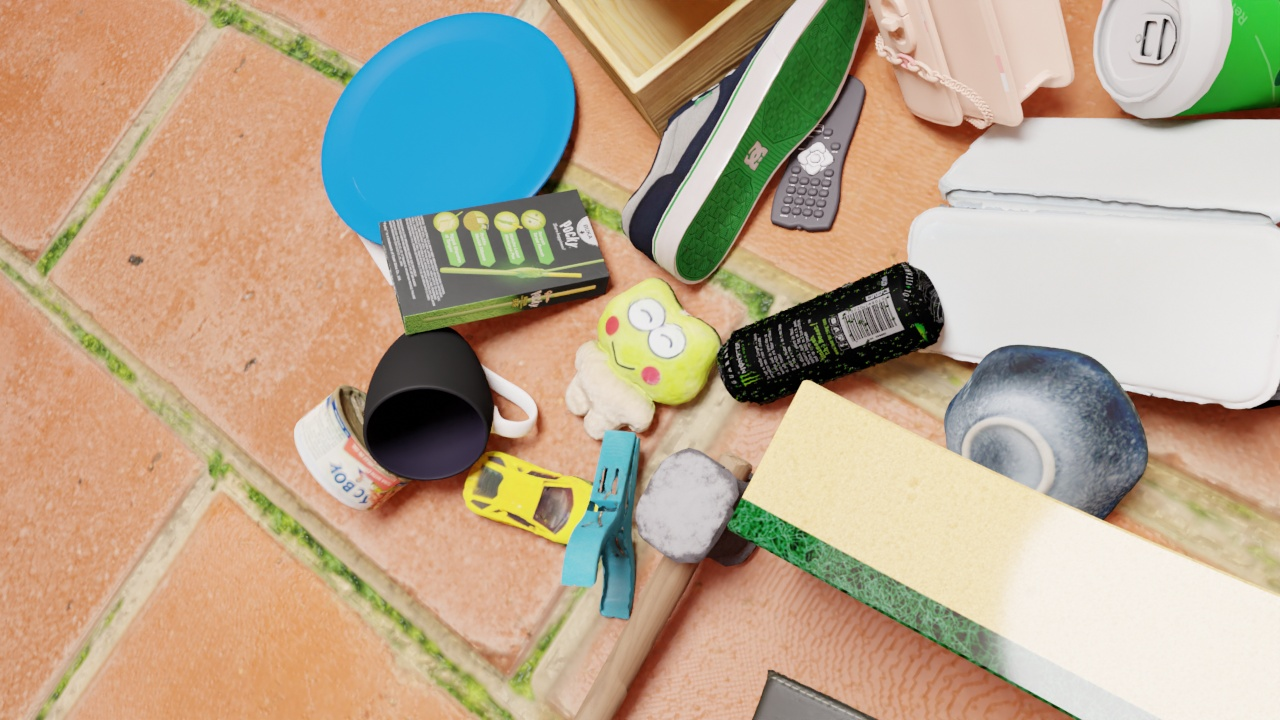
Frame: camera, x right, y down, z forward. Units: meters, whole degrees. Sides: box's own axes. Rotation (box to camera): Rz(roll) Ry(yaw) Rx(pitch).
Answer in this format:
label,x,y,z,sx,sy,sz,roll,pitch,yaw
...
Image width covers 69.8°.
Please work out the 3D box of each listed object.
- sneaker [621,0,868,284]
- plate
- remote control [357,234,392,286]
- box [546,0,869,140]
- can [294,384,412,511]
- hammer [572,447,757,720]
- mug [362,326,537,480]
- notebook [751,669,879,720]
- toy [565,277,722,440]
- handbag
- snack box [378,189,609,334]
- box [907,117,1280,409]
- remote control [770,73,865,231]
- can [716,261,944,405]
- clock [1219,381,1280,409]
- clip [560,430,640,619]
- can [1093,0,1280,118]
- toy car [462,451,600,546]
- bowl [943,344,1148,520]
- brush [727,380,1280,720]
label,x,y,z,sx,sy,sz,roll,pitch,yaw
sneaker,0.066,-0.171,0.636,0.079,0.084,0.235,38,97,33
plate,-0.157,-0.187,0.756,0.224,0.024,0.224,-6,69,14
remote control,-0.217,-0.122,0.769,0.050,0.011,0.135,-40,64,4
box,0.026,-0.358,0.646,0.259,0.220,0.279,-37,63,4
can,-0.204,0.063,0.663,0.043,0.086,0.086,-38,64,5
hammer,-0.020,0.202,0.558,0.052,0.098,0.328,30,91,27
mug,-0.133,0.024,0.655,0.118,0.085,0.100,8,33,-15
notebook,0.109,0.304,0.503,0.170,0.029,0.209,19,82,25
toy,-0.004,0.004,0.632,0.115,0.046,0.092,-46,69,10
handbag,0.233,-0.248,0.572,0.187,0.199,0.116,-39,33,-8
snack box,-0.105,-0.073,0.664,0.147,0.025,0.080,-13,65,-17
box,0.260,-0.072,0.517,0.211,0.084,0.185,18,84,46
remote control,0.127,-0.150,0.651,0.046,0.009,0.124,11,77,23
can,0.116,-0.014,0.570,0.138,0.054,0.054,-23,65,32
clock,0.331,-0.021,0.515,0.121,0.042,0.091,25,83,25
clip,-0.019,0.119,0.592,0.033,0.119,0.120,-3,28,18
can,0.339,-0.185,0.516,0.139,0.088,0.087,-7,68,-11
toy car,-0.074,0.096,0.636,0.107,0.030,0.049,13,77,22
bowl,0.211,0.048,0.503,0.110,0.055,0.110,16,113,42
brush,0.175,0.111,0.445,0.250,0.195,0.075,26,83,25
